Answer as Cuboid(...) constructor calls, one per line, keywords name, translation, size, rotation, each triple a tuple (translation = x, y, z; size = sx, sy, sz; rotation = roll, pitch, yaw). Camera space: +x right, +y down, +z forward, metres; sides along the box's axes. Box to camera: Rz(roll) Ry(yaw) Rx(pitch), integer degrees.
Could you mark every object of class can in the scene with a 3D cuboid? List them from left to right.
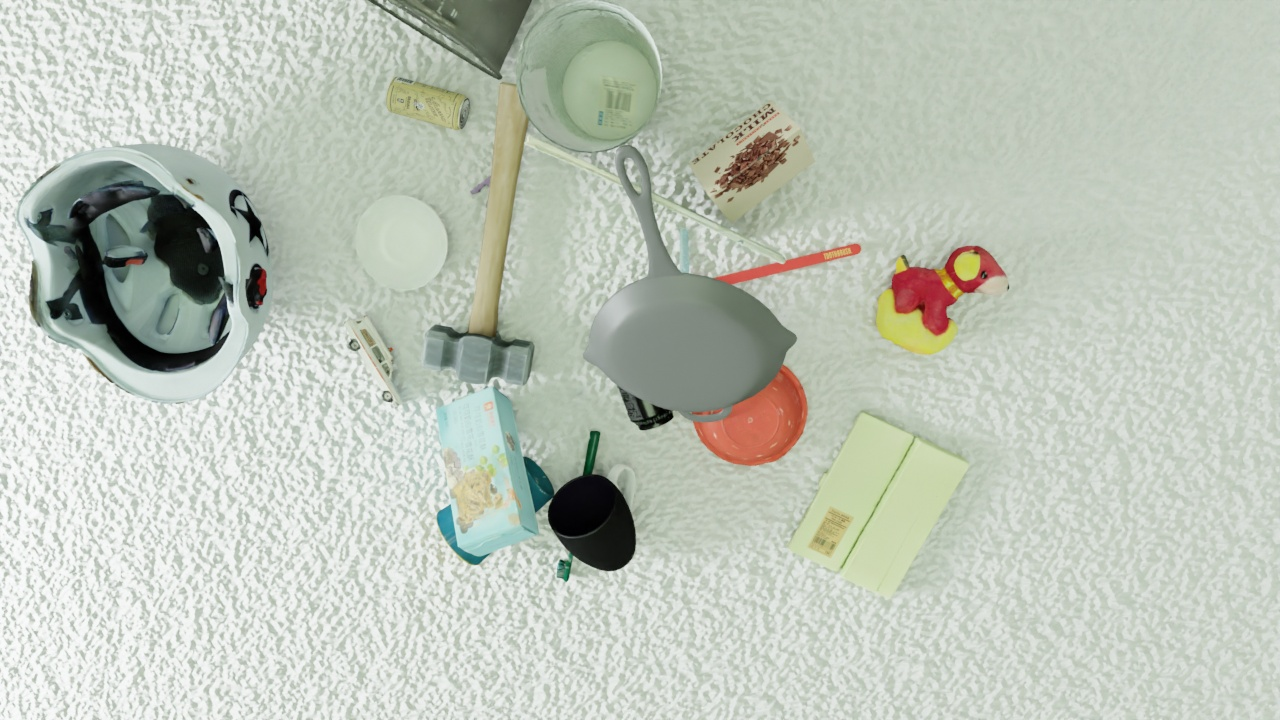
Cuboid(name="can", translation=(-0.225, -0.273, 0.976), size=(0.079, 0.038, 0.038), rotation=(16, 103, 2))
Cuboid(name="can", translation=(-0.006, 0.006, 1.009), size=(0.054, 0.054, 0.138), rotation=(-19, 100, 9))

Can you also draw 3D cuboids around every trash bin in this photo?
Cuboid(name="trash bin", translation=(-0.172, -0.424, 0.867), size=(0.197, 0.197, 0.220), rotation=(32, 97, -1))
Cuboid(name="trash bin", translation=(-0.040, -0.270, 0.896), size=(0.133, 0.161, 0.133), rotation=(1, 102, 5))

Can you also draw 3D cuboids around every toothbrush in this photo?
Cuboid(name="toothbrush", translation=(-0.074, 0.171, 1.072), size=(0.017, 0.016, 0.190), rotation=(14, 103, 6))
Cuboid(name="toothbrush", translation=(0.132, -0.096, 0.986), size=(0.212, 0.018, 0.012), rotation=(-13, 96, 5))

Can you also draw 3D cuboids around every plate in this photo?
Cuboid(name="plate", translation=(-0.261, -0.131, 1.017), size=(0.104, 0.026, 0.104), rotation=(1, 102, 6))

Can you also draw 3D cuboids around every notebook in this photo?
Cuboid(name="notebook", translation=(0.007, -0.159, 0.885), size=(0.252, 0.182, 0.010), rotation=(23, 100, -11))

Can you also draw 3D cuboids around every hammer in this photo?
Cuboid(name="hammer", translation=(-0.156, -0.132, 0.989), size=(0.117, 0.051, 0.323), rotation=(10, 105, -2))

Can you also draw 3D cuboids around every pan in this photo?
Cuboid(name="pan", translation=(0.030, -0.048, 0.867), size=(0.217, 0.024, 0.355), rotation=(-5, 135, 15))

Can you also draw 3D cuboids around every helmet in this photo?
Cuboid(name="helmet", translation=(-0.497, -0.099, 0.977), size=(0.237, 0.163, 0.264), rotation=(-10, 108, 11))

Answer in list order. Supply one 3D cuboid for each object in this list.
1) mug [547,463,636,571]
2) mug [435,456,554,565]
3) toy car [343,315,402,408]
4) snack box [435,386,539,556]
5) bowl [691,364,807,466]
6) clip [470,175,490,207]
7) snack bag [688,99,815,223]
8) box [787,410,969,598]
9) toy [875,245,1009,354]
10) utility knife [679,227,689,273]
Cuboid(name="mug", translation=(-0.038, 0.177, 1.039), size=(0.085, 0.118, 0.100), rotation=(14, 147, 36))
Cuboid(name="mug", translation=(-0.162, 0.169, 1.052), size=(0.121, 0.078, 0.078), rotation=(-38, 97, 7))
Cuboid(name="toy car", translation=(-0.298, 0.000, 1.046), size=(0.039, 0.039, 0.113), rotation=(-32, 99, -11))
Cuboid(name="snack box", translation=(-0.169, 0.120, 1.005), size=(0.075, 0.053, 0.174), rotation=(-21, 62, 9))
Cuboid(name="bowl", translation=(0.121, 0.061, 1.014), size=(0.130, 0.045, 0.130), rotation=(1, 102, 5))
Cuboid(name="clip", translation=(-0.161, -0.187, 1.003), size=(0.050, 0.014, 0.046), rotation=(-18, 100, 11))
Cuboid(name="snack bag", translation=(0.105, -0.189, 0.877), size=(0.094, 0.206, 0.070), rotation=(-36, 97, 11))
Cuboid(name="box", translation=(0.266, 0.164, 1.037), size=(0.137, 0.024, 0.187), rotation=(27, 104, 2))
Cuboid(name="toy", translation=(0.308, -0.070, 0.965), size=(0.105, 0.067, 0.138), rotation=(46, 115, -3))
Cuboid(name="utility knife", translation=(0.049, -0.058, 1.013), size=(0.022, 0.015, 0.177), rotation=(-1, 99, 4))
